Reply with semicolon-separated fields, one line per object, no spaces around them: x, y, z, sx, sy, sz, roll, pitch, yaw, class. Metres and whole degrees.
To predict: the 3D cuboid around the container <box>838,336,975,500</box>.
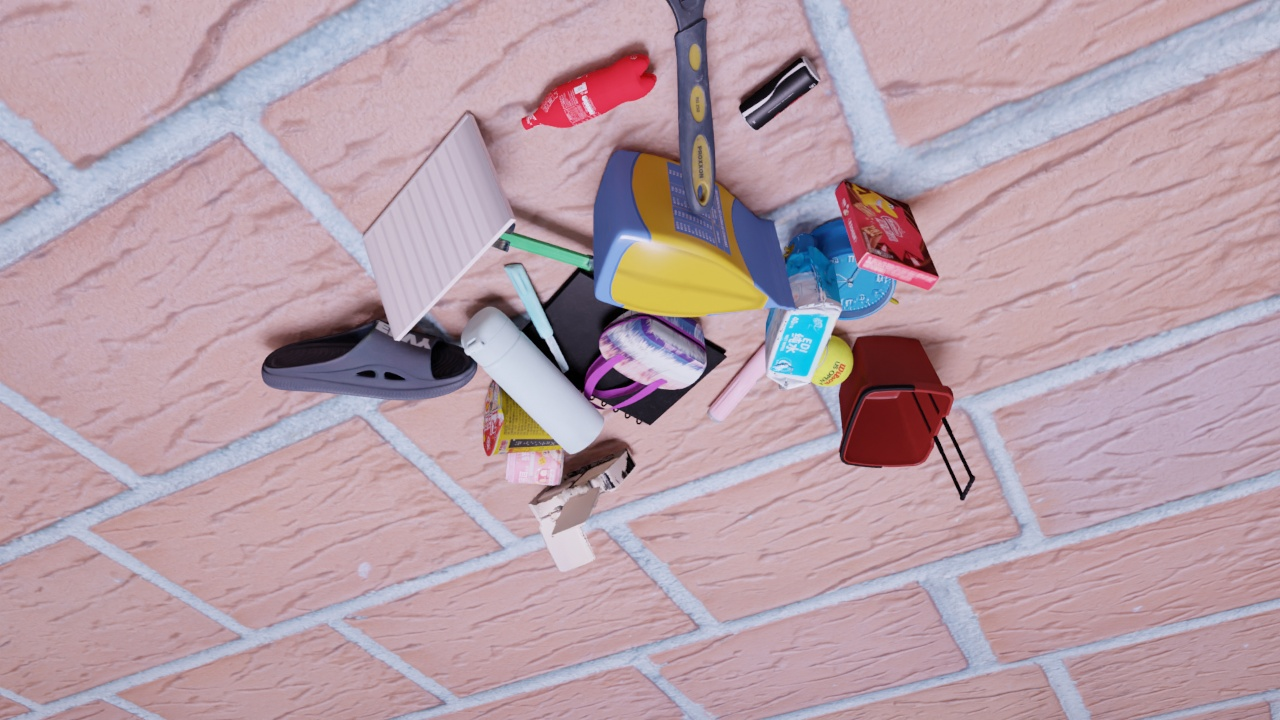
0.319;0.080;1.138;0.127;0.200;0.148;2;134;-4;container

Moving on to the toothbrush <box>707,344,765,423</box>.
0.154;0.005;1.182;0.026;0.027;0.223;39;128;2;toothbrush

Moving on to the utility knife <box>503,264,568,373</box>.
-0.122;-0.048;1.109;0.022;0.015;0.158;-18;117;12;utility knife

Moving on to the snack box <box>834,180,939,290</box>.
0.260;-0.134;0.976;0.089;0.132;0.021;16;131;-17;snack box

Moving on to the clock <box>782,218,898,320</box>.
0.222;-0.100;1.059;0.161;0.060;0.117;-4;135;6;clock

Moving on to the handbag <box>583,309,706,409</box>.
-0.007;0.007;1.139;0.144;0.067;0.170;30;131;-27;handbag

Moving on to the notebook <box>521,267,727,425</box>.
-0.032;-0.008;1.172;0.231;0.019;0.170;29;126;-26;notebook

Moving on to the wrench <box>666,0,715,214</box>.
0.049;-0.272;0.856;0.073;0.022;0.274;-12;114;-14;wrench

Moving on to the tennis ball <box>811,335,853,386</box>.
0.234;0.000;1.153;0.065;0.065;0.065;-1;134;-1;tennis ball

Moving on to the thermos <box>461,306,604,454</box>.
-0.133;0.024;1.124;0.065;0.077;0.207;-28;116;33;thermos

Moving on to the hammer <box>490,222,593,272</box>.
-0.060;-0.110;1.030;0.318;0.130;0.032;15;94;-26;hammer

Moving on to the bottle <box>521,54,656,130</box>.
-0.053;-0.260;0.909;0.142;0.041;0.042;-18;132;16;bottle

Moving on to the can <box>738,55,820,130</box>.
0.138;-0.266;0.915;0.081;0.031;0.031;-34;126;27;can

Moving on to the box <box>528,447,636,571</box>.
-0.078;0.212;1.266;0.145;0.186;0.101;-26;111;28;box

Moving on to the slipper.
-0.330;-0.014;1.112;0.268;0.110;0.083;1;118;5;slipper

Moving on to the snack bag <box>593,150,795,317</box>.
0.058;-0.123;0.965;0.205;0.158;0.102;11;133;-14;snack bag

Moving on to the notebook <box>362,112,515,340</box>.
-0.219;-0.138;0.964;0.210;0.142;0.009;-39;152;31;notebook

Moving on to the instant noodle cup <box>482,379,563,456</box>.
-0.144;0.080;1.211;0.112;0.100;0.101;5;135;-21;instant noodle cup

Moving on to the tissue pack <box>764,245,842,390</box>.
0.178;-0.045;1.010;0.061;0.092;0.145;9;136;-2;tissue pack

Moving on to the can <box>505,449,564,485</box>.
-0.147;0.139;1.277;0.076;0.067;0.067;5;134;-7;can
